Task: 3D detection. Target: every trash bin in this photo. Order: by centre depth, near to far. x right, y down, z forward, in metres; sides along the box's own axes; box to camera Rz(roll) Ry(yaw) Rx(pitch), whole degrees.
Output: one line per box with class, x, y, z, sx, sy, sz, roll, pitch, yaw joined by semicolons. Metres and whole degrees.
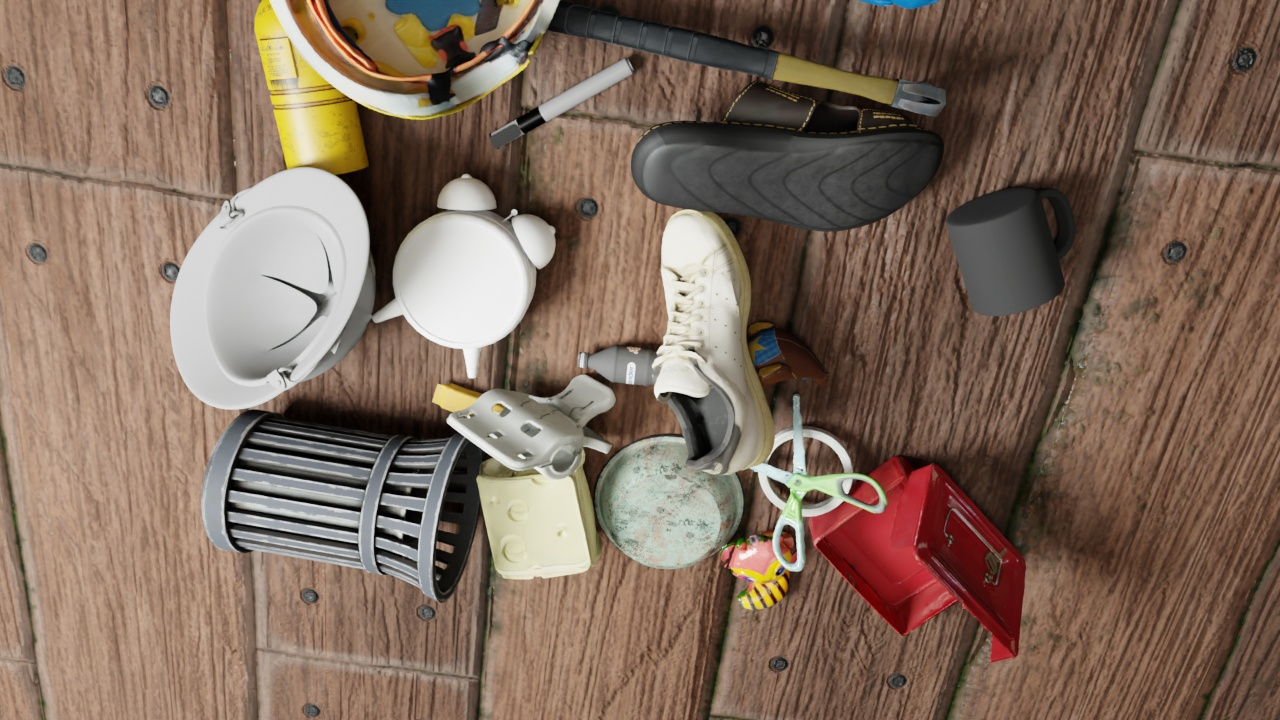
trash bin;-0.286;0.132;0.892;0.227;0.164;0.164;9;112;4

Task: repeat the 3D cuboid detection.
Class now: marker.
marker;-0.070;-0.226;0.807;0.141;0.016;0.016;-25;108;13

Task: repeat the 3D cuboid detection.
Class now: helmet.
helmet;-0.170;-0.309;0.719;0.240;0.139;0.209;-41;110;-5
helmet;-0.303;-0.059;0.839;0.272;0.117;0.183;-29;75;26

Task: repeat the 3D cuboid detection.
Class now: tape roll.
tape roll;0.165;0.111;0.918;0.093;0.013;0.093;3;105;11

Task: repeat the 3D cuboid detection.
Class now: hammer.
hammer;0.084;-0.246;0.747;0.333;0.117;0.025;14;110;4

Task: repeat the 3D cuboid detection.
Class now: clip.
clip;-0.093;0.063;0.863;0.125;0.142;0.073;29;121;41

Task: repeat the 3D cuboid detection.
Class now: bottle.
bottle;-0.284;-0.244;0.784;0.071;0.071;0.164;-4;112;5
bottle;-0.005;0.005;0.884;0.110;0.036;0.036;7;112;1

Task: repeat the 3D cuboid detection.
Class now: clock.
clock;-0.159;-0.080;0.850;0.125;0.072;0.161;31;104;-9

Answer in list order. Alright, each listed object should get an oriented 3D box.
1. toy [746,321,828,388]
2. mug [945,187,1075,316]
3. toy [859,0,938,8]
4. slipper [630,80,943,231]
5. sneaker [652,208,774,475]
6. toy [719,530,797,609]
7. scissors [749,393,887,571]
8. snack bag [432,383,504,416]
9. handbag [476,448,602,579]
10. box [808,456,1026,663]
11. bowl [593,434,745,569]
toy;0.127;0.016;0.882;0.103;0.070;0.090;29;126;-32
mug;0.332;-0.104;0.803;0.113;0.078;0.088;-30;109;-14
toy;0.233;-0.319;0.709;0.177;0.112;0.071;-22;95;21
slipper;0.124;-0.176;0.785;0.267;0.075;0.113;0;137;-7
sneaker;0.046;-0.011;0.810;0.089;0.102;0.241;-10;95;45
toy;0.127;0.214;0.955;0.084;0.046;0.103;-15;122;-14
scissors;0.153;0.122;0.889;0.171;0.022;0.174;17;99;31
snack bag;-0.159;0.049;0.921;0.099;0.020;0.026;20;106;-4
handbag;-0.101;0.155;0.925;0.111;0.081;0.119;-10;110;0
box;0.265;0.198;0.905;0.157;0.153;0.169;46;138;-12
bowl;0.028;0.155;0.941;0.157;0.038;0.158;1;112;3
